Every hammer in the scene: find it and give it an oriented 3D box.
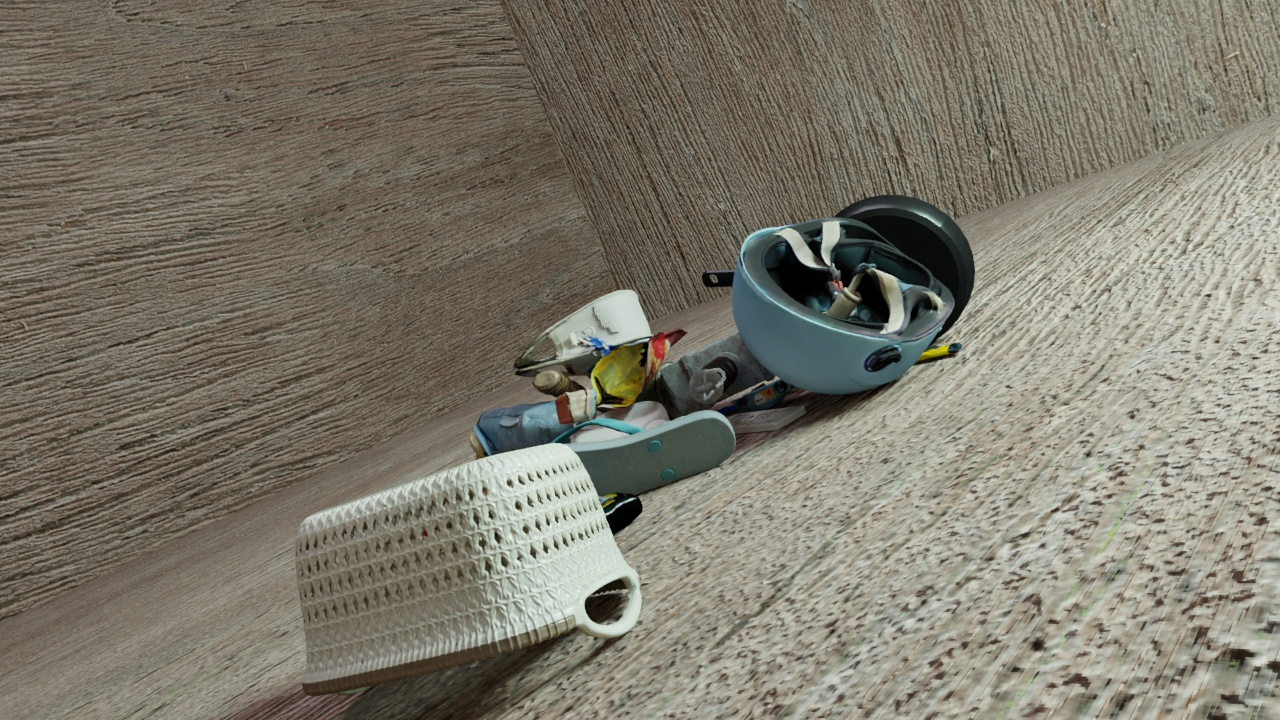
[{"bbox_3d":[0.097,0.018,1.137,0.177,0.079,0.325,-26,0,13],"label":"hammer"},{"bbox_3d":[-0.074,0.057,1.338,0.122,0.049,0.318,-16,-16,14],"label":"hammer"}]

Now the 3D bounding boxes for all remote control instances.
[{"bbox_3d":[0.137,0.073,1.104,0.050,0.011,0.136,-25,7,-32],"label":"remote control"}]

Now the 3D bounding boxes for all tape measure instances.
[{"bbox_3d":[-0.037,0.152,0.902,0.061,0.034,0.062,-26,5,-41],"label":"tape measure"}]

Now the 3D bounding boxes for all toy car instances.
[{"bbox_3d":[0.169,0.043,1.164,0.108,0.027,0.060,-27,-3,39],"label":"toy car"}]

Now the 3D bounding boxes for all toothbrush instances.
[{"bbox_3d":[0.094,0.072,1.238,0.182,0.018,0.016,-23,-7,-12],"label":"toothbrush"}]

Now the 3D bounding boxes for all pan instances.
[{"bbox_3d":[0.243,-0.105,1.188,0.356,0.204,0.044,1,25,25],"label":"pan"}]

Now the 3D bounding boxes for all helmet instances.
[{"bbox_3d":[0.214,-0.051,1.046,0.265,0.225,0.167,-5,-50,-36],"label":"helmet"}]

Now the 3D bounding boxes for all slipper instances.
[{"bbox_3d":[-0.030,0.108,0.993,0.269,0.098,0.054,-13,33,4],"label":"slipper"}]

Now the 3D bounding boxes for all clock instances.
[{"bbox_3d":[-0.017,0.108,1.137,0.125,0.073,0.161,-23,13,-10],"label":"clock"}]

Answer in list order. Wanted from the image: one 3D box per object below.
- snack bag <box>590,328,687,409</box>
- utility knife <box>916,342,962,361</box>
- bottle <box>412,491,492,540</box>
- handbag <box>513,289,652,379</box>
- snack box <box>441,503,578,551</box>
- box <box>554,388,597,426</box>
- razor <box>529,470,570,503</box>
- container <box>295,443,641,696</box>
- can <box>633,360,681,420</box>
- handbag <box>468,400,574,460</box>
[{"bbox_3d":[-0.007,0.007,1.206,0.139,0.066,0.207,-48,-3,9],"label":"snack bag"},{"bbox_3d":[0.316,0.000,1.108,0.030,0.017,0.152,-15,-4,-46],"label":"utility knife"},{"bbox_3d":[-0.214,0.188,1.097,0.177,0.062,0.062,-20,6,18],"label":"bottle"},{"bbox_3d":[-0.078,-0.010,1.283,0.199,0.093,0.201,-23,-10,-1],"label":"handbag"},{"bbox_3d":[-0.128,0.178,0.843,0.152,0.034,0.087,-18,33,37],"label":"snack box"},{"bbox_3d":[-0.080,0.056,1.079,0.059,0.056,0.187,-56,4,-10],"label":"box"},{"bbox_3d":[-0.096,0.163,0.915,0.047,0.088,0.116,-21,25,14],"label":"razor"},{"bbox_3d":[-0.134,0.156,0.682,0.247,0.143,0.184,-20,-7,22],"label":"container"},{"bbox_3d":[0.024,0.052,1.330,0.075,0.090,0.089,-18,7,39],"label":"can"},{"bbox_3d":[-0.166,0.124,1.263,0.118,0.122,0.192,-25,11,-34],"label":"handbag"}]
